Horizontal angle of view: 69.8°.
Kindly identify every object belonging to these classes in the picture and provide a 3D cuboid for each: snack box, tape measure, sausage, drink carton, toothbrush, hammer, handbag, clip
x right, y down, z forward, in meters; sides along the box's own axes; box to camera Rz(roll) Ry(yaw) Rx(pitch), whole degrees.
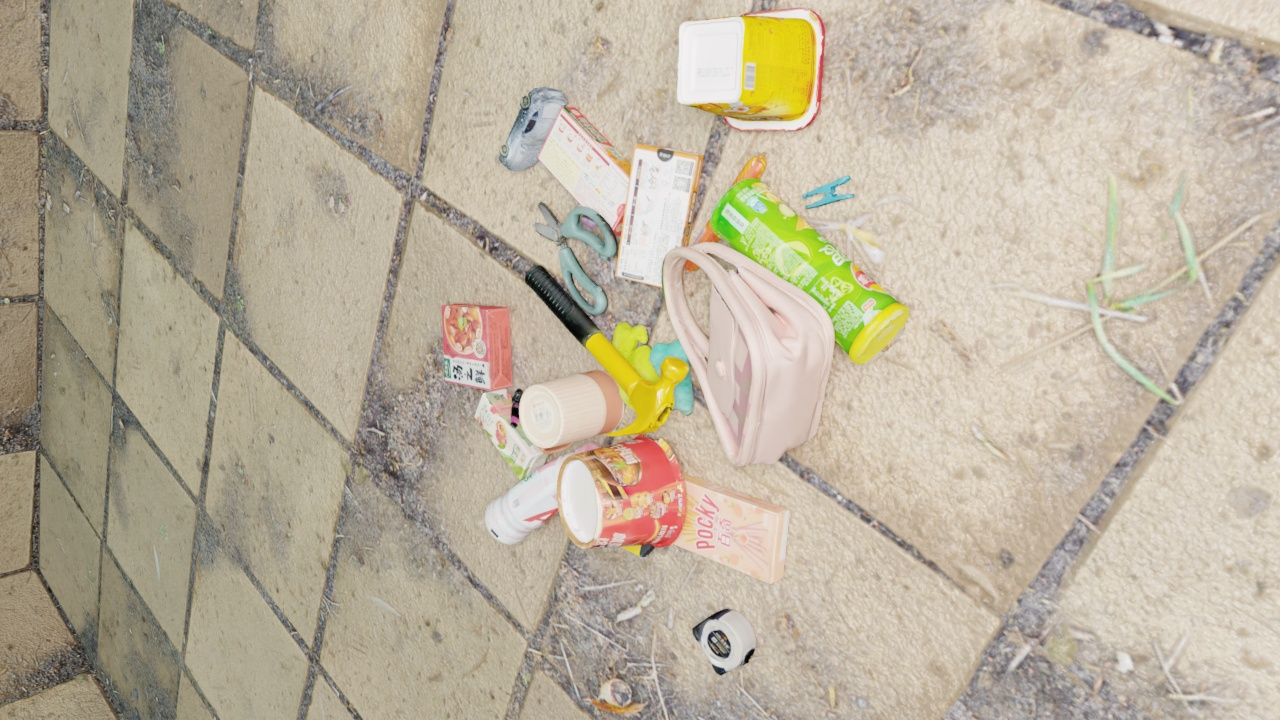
[{"bbox_3d":[0.095,0.189,1.049,0.157,0.026,0.084,14,107,39],"label":"snack box"},{"bbox_3d":[0.101,0.325,1.067,0.066,0.033,0.065,-43,71,40],"label":"tape measure"},{"bbox_3d":[0.090,-0.157,0.989,0.021,0.021,0.166,51,127,23],"label":"sausage"},{"bbox_3d":[0.020,-0.161,1.032,0.075,0.026,0.154,15,110,17],"label":"snack box"},{"bbox_3d":[-0.174,0.099,1.259,0.122,0.045,0.054,48,131,25],"label":"drink carton"},{"bbox_3d":[-0.160,0.061,1.182,0.189,0.014,0.018,-125,51,-79],"label":"toothbrush"},{"bbox_3d":[-0.059,-0.228,1.104,0.155,0.027,0.077,50,127,23],"label":"snack box"},{"bbox_3d":[-0.056,-0.023,1.095,0.300,0.032,0.129,48,122,37],"label":"hammer"},{"bbox_3d":[0.091,-0.025,0.944,0.234,0.093,0.194,54,156,35],"label":"handbag"},{"bbox_3d":[0.185,-0.165,0.908,0.057,0.014,0.047,-16,90,41],"label":"clip"},{"bbox_3d":[-0.239,-0.022,1.294,0.127,0.044,0.113,7,103,41],"label":"snack box"}]

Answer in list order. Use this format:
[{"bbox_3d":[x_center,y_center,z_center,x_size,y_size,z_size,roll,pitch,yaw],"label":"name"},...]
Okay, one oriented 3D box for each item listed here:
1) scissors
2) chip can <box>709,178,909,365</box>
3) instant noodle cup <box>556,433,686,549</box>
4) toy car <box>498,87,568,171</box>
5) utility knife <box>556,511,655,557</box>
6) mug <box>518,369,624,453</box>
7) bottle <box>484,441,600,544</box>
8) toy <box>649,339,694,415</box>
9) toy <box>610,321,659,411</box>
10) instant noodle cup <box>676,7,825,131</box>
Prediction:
[{"bbox_3d":[-0.078,-0.149,1.124,0.177,0.019,0.171,58,145,18],"label":"scissors"},{"bbox_3d":[0.161,-0.093,0.905,0.221,0.072,0.073,47,126,24],"label":"chip can"},{"bbox_3d":[-0.027,0.160,1.075,0.138,0.108,0.138,13,105,57],"label":"instant noodle cup"},{"bbox_3d":[-0.133,-0.285,1.141,0.037,0.054,0.121,53,128,23],"label":"toy car"},{"bbox_3d":[-0.060,0.210,1.199,0.216,0.015,0.033,16,91,42],"label":"utility knife"},{"bbox_3d":[-0.092,0.071,1.139,0.081,0.105,0.115,48,125,25],"label":"mug"},{"bbox_3d":[-0.123,0.173,1.209,0.197,0.068,0.068,-38,73,30],"label":"bottle"},{"bbox_3d":[0.033,0.022,1.059,0.096,0.030,0.092,-6,104,12],"label":"toy"},{"bbox_3d":[-0.007,0.006,1.101,0.100,0.031,0.097,43,122,28],"label":"toy"},{"bbox_3d":[0.102,-0.282,0.885,0.116,0.123,0.116,12,107,40],"label":"instant noodle cup"}]
